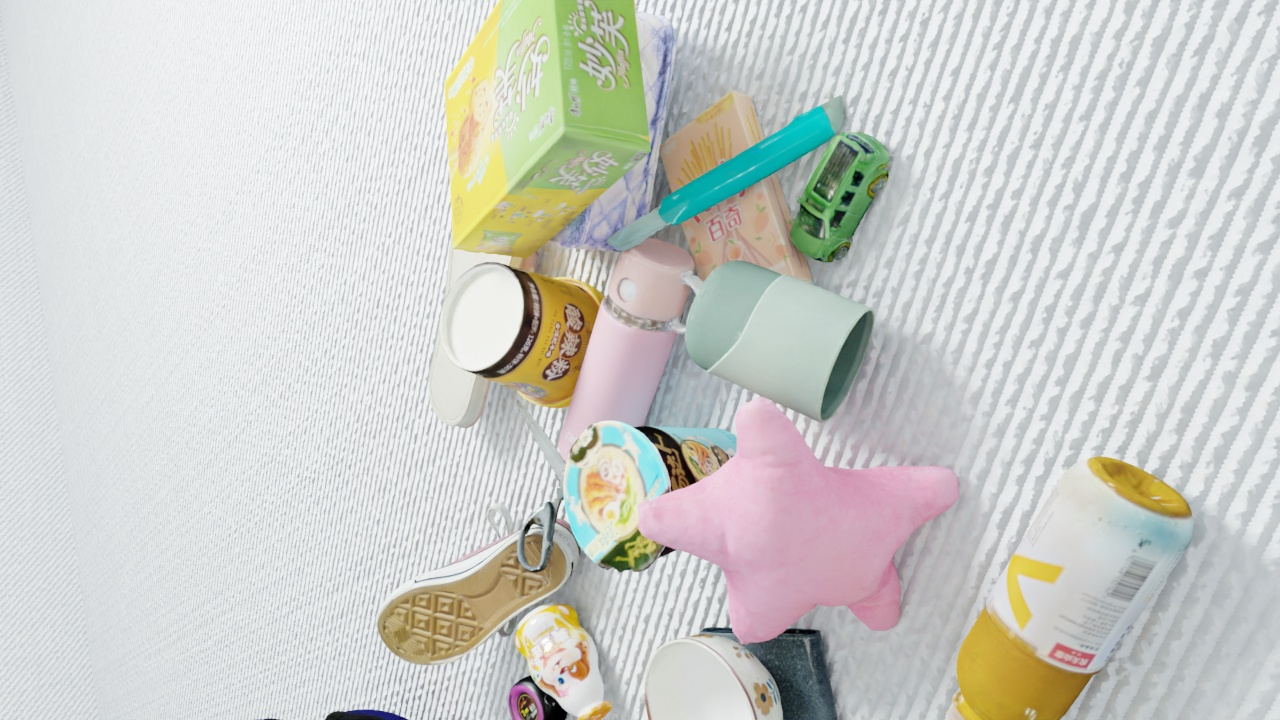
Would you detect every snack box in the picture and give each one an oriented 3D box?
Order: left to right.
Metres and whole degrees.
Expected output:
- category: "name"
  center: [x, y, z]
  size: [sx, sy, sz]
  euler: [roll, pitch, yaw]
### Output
- category: "snack box"
  center: [-0.079, -0.187, 0.691]
  size: [0.211, 0.070, 0.157]
  euler: [-27, 64, 55]
- category: "snack box"
  center: [0.069, -0.113, 0.696]
  size: [0.085, 0.026, 0.157]
  euler: [-29, 72, 42]

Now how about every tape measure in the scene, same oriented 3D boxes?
- category: "tape measure"
  center: [-0.096, 0.329, 0.877]
  size: [0.058, 0.039, 0.057]
  euler: [28, 111, 36]

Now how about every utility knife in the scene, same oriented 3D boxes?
- category: "utility knife"
  center: [0.060, -0.130, 0.662]
  size: [0.197, 0.013, 0.029]
  euler: [-27, 75, 16]

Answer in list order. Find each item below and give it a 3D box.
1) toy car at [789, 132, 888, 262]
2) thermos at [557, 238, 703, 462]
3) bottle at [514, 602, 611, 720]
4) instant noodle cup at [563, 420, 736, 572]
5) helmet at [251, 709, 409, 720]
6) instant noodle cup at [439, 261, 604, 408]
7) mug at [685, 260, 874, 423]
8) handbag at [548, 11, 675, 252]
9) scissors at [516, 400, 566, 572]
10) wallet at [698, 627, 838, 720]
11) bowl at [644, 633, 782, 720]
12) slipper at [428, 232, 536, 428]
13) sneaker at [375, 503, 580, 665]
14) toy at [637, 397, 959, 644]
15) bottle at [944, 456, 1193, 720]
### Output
- category: "toy car"
  center: [0.132, -0.111, 0.626]
  size: [0.043, 0.036, 0.091]
  euler: [43, 124, 34]
- category: "thermos"
  center: [-0.004, 0.004, 0.737]
  size: [0.087, 0.067, 0.199]
  euler: [36, 122, 25]
- category: "bottle"
  center: [-0.067, 0.275, 0.828]
  size: [0.108, 0.063, 0.063]
  euler: [53, 126, 29]
- category: "instant noodle cup"
  center: [0.022, 0.093, 0.687]
  size: [0.111, 0.120, 0.111]
  euler: [5, 96, 45]
- category: "helmet"
  center: [-0.310, 0.482, 0.953]
  size: [0.316, 0.239, 0.247]
  euler: [18, 105, 33]
- category: "instant noodle cup"
  center: [-0.100, -0.026, 0.790]
  size: [0.119, 0.114, 0.118]
  euler: [-9, 73, 32]
- category: "mug"
  center: [0.093, -0.008, 0.630]
  size: [0.106, 0.082, 0.112]
  euler: [24, 153, 24]
- category: "handbag"
  center: [-0.032, -0.186, 0.754]
  size: [0.134, 0.075, 0.194]
  euler: [32, 114, 58]
- category: "scissors"
  center: [-0.062, 0.107, 0.817]
  size: [0.159, 0.014, 0.181]
  euler: [20, 81, 17]
- category: "wallet"
  center: [0.096, 0.252, 0.694]
  size: [0.121, 0.019, 0.097]
  euler: [-16, 81, 46]
- category: "bowl"
  center: [0.062, 0.252, 0.672]
  size: [0.114, 0.062, 0.113]
  euler: [7, 100, 46]
- category: "slipper"
  center: [-0.148, -0.063, 0.901]
  size: [0.114, 0.054, 0.275]
  euler: [26, 107, 42]
- category: "sneaker"
  center: [-0.151, 0.218, 0.895]
  size: [0.241, 0.087, 0.118]
  euler: [-33, 91, 20]
- category: "toy"
  center: [0.092, 0.117, 0.598]
  size: [0.074, 0.194, 0.179]
  euler: [-92, 22, -67]
- category: "bottle"
  center: [0.230, 0.145, 0.514]
  size: [0.068, 0.067, 0.190]
  euler: [39, 119, 37]
